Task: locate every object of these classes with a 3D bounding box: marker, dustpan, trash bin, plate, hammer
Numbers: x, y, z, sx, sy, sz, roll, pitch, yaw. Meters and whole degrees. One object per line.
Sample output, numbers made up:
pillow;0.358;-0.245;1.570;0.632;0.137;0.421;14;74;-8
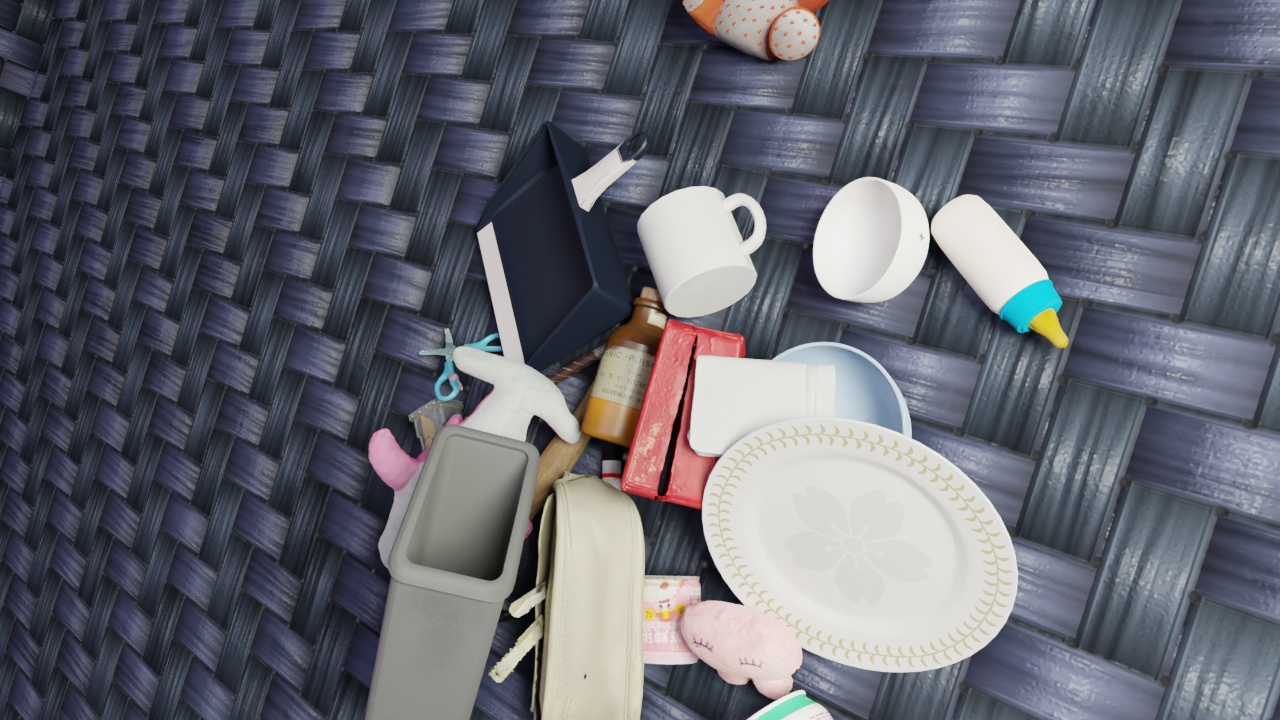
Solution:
marker;-0.029;0.160;0.923;0.019;0.019;0.145;-8;76;34
dustpan;-0.083;-0.142;0.970;0.274;0.080;0.236;-31;57;22
trash bin;-0.169;0.204;0.817;0.191;0.097;0.220;-85;12;-57
plate;0.163;0.144;0.712;0.243;0.016;0.243;14;124;22
hammer;-0.110;0.146;0.972;0.132;0.040;0.306;42;102;31
hammer;-0.122;0.037;1.006;0.323;0.044;0.098;-30;64;25

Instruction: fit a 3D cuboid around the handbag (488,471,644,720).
handbag;-0.076;0.224;0.841;0.184;0.132;0.229;-170;88;-75

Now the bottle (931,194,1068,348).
bottle;0.289;-0.067;0.724;0.051;0.051;0.146;-41;60;22

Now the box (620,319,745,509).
box;0.037;0.050;0.818;0.087;0.129;0.158;12;86;9

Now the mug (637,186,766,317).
mug;0.065;-0.110;0.869;0.121;0.091;0.090;-32;63;27

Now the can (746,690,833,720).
can;0.144;0.351;0.715;0.088;0.088;0.166;-45;58;19

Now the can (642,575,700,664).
can;0.022;0.236;0.840;0.067;0.067;0.076;-8;75;34

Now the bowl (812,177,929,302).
bowl;0.201;-0.099;0.782;0.105;0.054;0.104;-18;68;54

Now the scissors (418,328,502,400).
scissors;-0.205;-0.010;1.072;0.126;0.015;0.136;-28;43;3

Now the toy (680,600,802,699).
toy;0.089;0.248;0.778;0.108;0.105;0.053;5;47;32

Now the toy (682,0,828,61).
toy;0.137;-0.380;0.876;0.164;0.092;0.172;36;100;36

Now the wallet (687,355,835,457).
wallet;0.099;0.040;0.738;0.116;0.032;0.086;7;80;12

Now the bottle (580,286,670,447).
bottle;-0.005;0.005;0.901;0.068;0.067;0.157;12;83;37

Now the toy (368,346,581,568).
toy;-0.186;0.103;0.956;0.266;0.186;0.127;-51;16;13

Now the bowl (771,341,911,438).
bowl;0.162;0.064;0.772;0.151;0.074;0.150;-9;75;35
